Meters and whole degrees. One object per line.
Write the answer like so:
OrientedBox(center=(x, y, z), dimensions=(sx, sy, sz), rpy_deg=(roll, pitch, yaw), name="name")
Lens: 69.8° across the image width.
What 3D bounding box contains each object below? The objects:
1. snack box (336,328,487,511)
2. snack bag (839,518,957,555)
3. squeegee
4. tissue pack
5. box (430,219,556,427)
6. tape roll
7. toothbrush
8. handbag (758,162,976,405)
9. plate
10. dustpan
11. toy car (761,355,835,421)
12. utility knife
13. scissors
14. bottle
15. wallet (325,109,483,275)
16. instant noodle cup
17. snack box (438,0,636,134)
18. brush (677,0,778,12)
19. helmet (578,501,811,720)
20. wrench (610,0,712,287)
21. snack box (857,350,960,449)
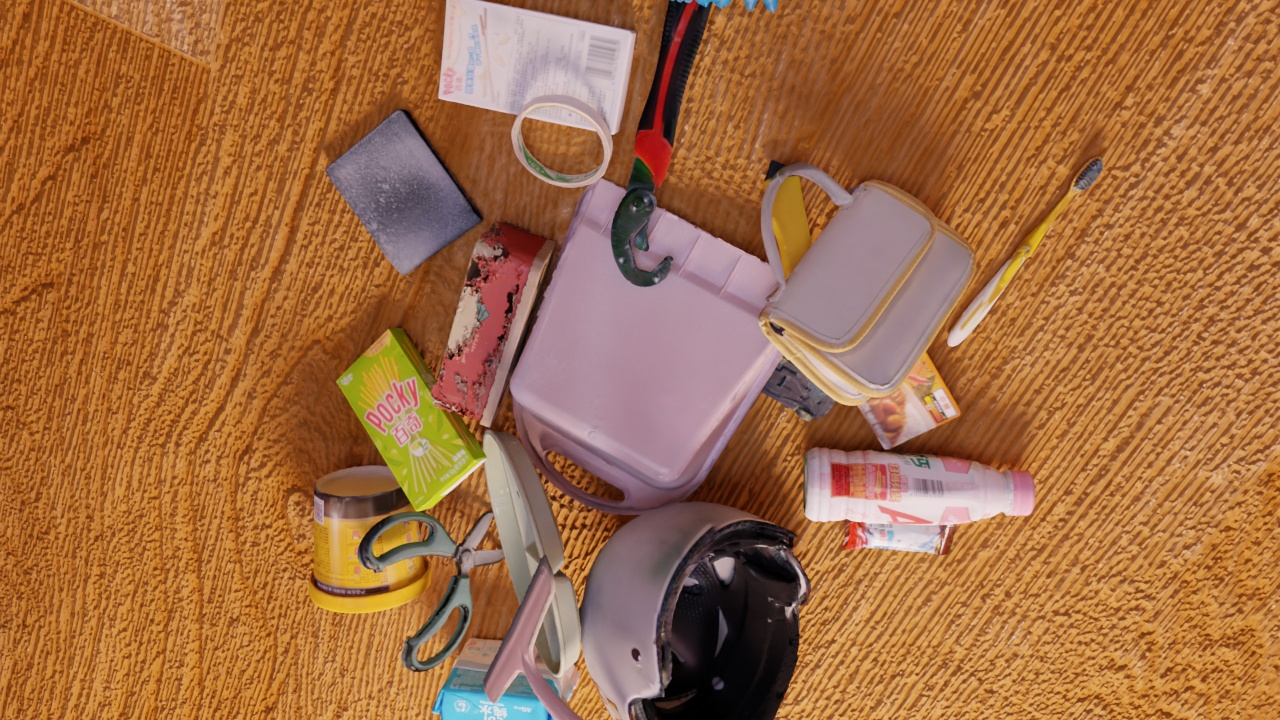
OrientedBox(center=(-0.219, 0.055, 0.873), dimensions=(0.086, 0.026, 0.156), rpy_deg=(-40, 77, 20), name="snack box")
OrientedBox(center=(0.243, 0.165, 0.867), dimensions=(0.104, 0.026, 0.048), rpy_deg=(5, 123, 8), name="snack bag")
OrientedBox(center=(-0.023, 0.303, 0.735), dimensions=(0.249, 0.040, 0.248), rpy_deg=(37, 136, 11), name="squeegee")
OrientedBox(center=(-0.140, 0.347, 0.965), dimensions=(0.140, 0.089, 0.063), rpy_deg=(3, 111, 9), name="tissue pack")
OrientedBox(center=(-0.139, -0.035, 0.820), dimensions=(0.076, 0.091, 0.169), rpy_deg=(19, 112, -3), name="box")
OrientedBox(center=(-0.066, -0.184, 0.773), dimensions=(0.086, 0.013, 0.086), rpy_deg=(9, 140, 8), name="tape roll")
OrientedBox(center=(0.318, -0.086, 0.763), dimensions=(0.016, 0.018, 0.192), rpy_deg=(32, 112, -2), name="toothbrush")
OrientedBox(center=(0.162, -0.074, 0.731), dimensions=(0.179, 0.063, 0.163), rpy_deg=(40, 74, -3), name="handbag")
OrientedBox(center=(-0.100, 0.171, 0.837), dimensions=(0.027, 0.230, 0.230), rpy_deg=(-14, 110, -18), name="plate")
OrientedBox(center=(-0.005, 0.005, 0.841), dimensions=(0.222, 0.139, 0.273), rpy_deg=(32, 85, 9), name="dustpan")
OrientedBox(center=(0.133, 0.018, 0.825), dimensions=(0.090, 0.034, 0.043), rpy_deg=(29, 109, -1), name="toy car")
OrientedBox(center=(0.130, -0.066, 0.761), dimensions=(0.033, 0.015, 0.208), rpy_deg=(-8, 83, -3), name="utility knife")
OrientedBox(center=(-0.207, 0.204, 0.888), dimensions=(0.019, 0.170, 0.181), rpy_deg=(2, 145, 46), name="scissors")
OrientedBox(center=(0.248, 0.115, 0.827), dimensions=(0.197, 0.068, 0.068), rpy_deg=(1, 111, 7), name="bottle")
OrientedBox(center=(-0.214, -0.151, 0.830), dimensions=(0.097, 0.019, 0.121), rpy_deg=(-32, 101, 17), name="wallet")
OrientedBox(center=(-0.272, 0.173, 0.912), dimensions=(0.118, 0.118, 0.114), rpy_deg=(1, 103, 9), name="instant noodle cup")
OrientedBox(center=(-0.087, -0.247, 0.766), dimensions=(0.157, 0.026, 0.085), rpy_deg=(13, 112, 5), name="snack box")
OrientedBox(center=(-0.029, -0.348, 0.698), dimensions=(0.314, 0.060, 0.109), rpy_deg=(11, 76, 2), name="brush")
OrientedBox(center=(0.035, 0.240, 0.843), dimensions=(0.157, 0.229, 0.274), rpy_deg=(24, 147, 37), name="helmet")
OrientedBox(center=(0.020, -0.195, 0.750), dimensions=(0.056, 0.016, 0.273), rpy_deg=(12, 101, 8), name="wrench")
OrientedBox(center=(0.212, -0.001, 0.809), dimensions=(0.075, 0.026, 0.154), rpy_deg=(-30, 103, 18), name="snack box")
